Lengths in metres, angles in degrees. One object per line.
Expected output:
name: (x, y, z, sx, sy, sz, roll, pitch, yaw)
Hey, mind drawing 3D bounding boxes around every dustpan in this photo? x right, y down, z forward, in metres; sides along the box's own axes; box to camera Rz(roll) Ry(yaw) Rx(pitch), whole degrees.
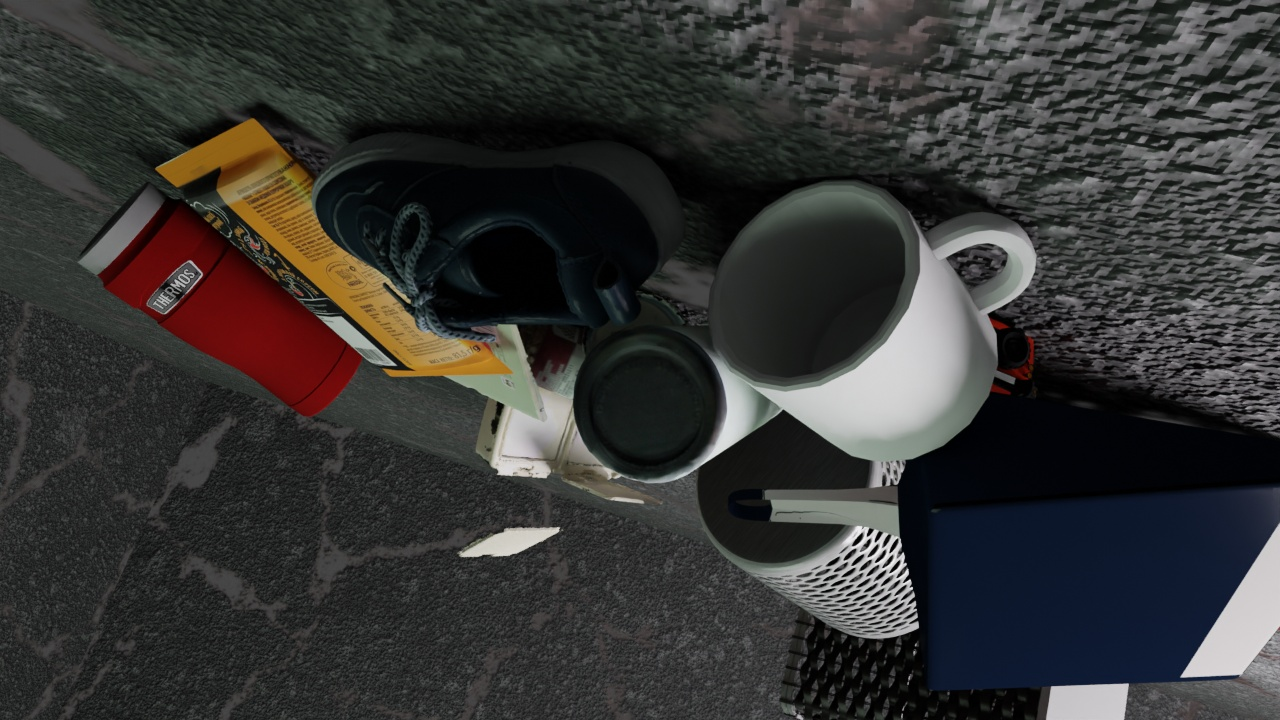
dustpan: (0.183, 0.097, 0.487, 0.273, 0.080, 0.236, -7, 142, 12)

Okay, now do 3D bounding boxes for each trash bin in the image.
trash bin: (0.147, 0.116, 0.707, 0.157, 0.156, 0.183, 7, 160, 41)

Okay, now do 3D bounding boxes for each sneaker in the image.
sneaker: (-0.088, -0.054, 0.443, 0.236, 0.087, 0.089, 7, 138, 36)

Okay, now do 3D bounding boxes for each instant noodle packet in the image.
instant noodle packet: (-0.201, -0.059, 0.605, 0.160, 0.032, 0.221, -2, 140, 45)

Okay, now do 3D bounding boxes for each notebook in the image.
notebook: (-0.189, -0.044, 0.674, 0.253, 0.010, 0.182, 24, 156, 14)

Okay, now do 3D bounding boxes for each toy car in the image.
toy car: (0.156, 0.006, 0.470, 0.051, 0.048, 0.100, 22, 166, -14)

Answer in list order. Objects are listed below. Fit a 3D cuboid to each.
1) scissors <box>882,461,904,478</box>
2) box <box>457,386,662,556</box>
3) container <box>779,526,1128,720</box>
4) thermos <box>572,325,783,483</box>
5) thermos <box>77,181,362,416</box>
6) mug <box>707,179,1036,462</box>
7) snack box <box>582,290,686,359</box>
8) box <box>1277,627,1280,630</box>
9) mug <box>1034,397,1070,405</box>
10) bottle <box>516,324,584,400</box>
scissors: (0.265, 0.109, 0.816, 0.157, 0.012, 0.171, 16, 166, 8)
box: (-0.058, 0.105, 0.777, 0.143, 0.187, 0.105, 9, -166, -36)
container: (0.330, 0.281, 0.927, 0.244, 0.245, 0.247, 1, 158, 44)
thermos: (0.035, 0.014, 0.479, 0.068, 0.068, 0.229, 15, -174, 16)
thermos: (-0.320, -0.048, 0.719, 0.198, 0.084, 0.108, 43, -173, -30)
mug: (0.102, -0.020, 0.381, 0.121, 0.091, 0.090, -28, 142, 26)
snack box: (-0.004, 0.004, 0.635, 0.072, 0.072, 0.121, 18, 167, 4)
box: (0.358, 0.110, 0.548, 0.157, 0.087, 0.129, 21, 167, -26)
mug: (0.220, 0.055, 0.513, 0.100, 0.084, 0.119, 3, 155, 29)
bottle: (-0.070, -0.005, 0.721, 0.105, 0.056, 0.056, 22, 167, -11)
